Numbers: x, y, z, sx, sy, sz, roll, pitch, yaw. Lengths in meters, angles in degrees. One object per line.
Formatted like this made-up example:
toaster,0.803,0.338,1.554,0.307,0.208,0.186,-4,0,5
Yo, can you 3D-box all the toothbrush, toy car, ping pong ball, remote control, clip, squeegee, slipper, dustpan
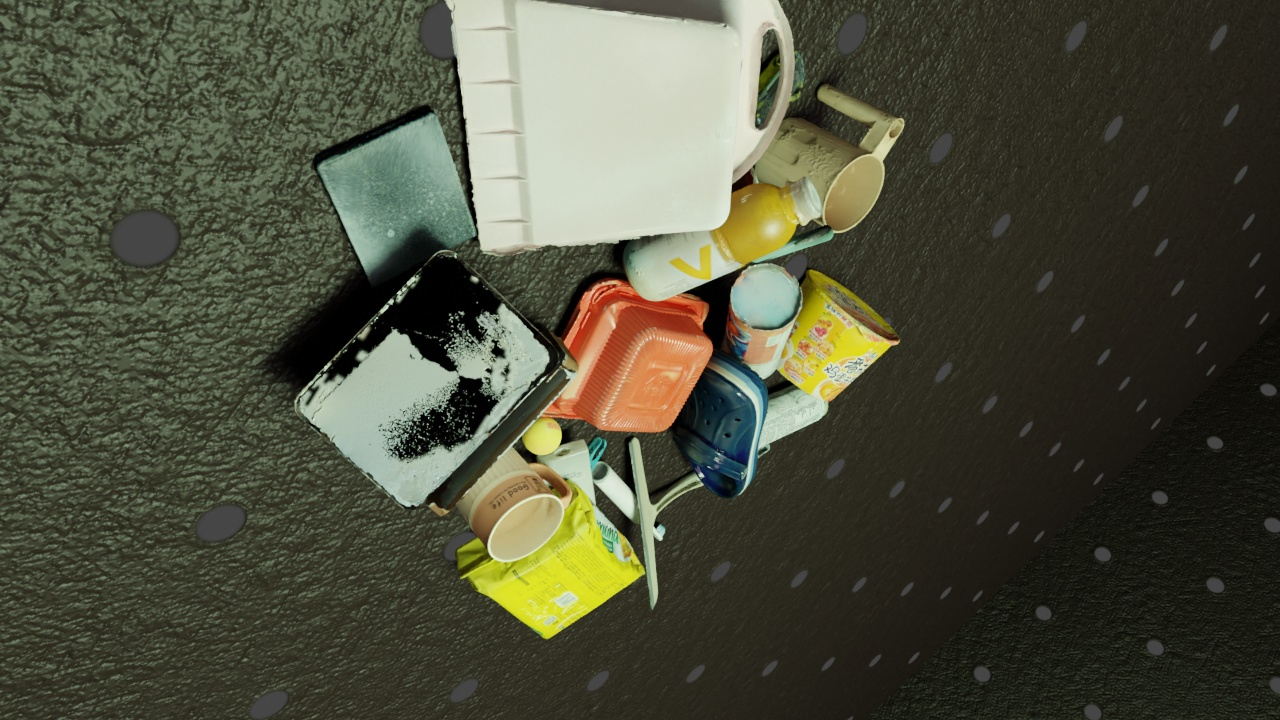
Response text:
toothbrush,-0.010,0.181,1.141,0.026,0.027,0.221,-55,145,-15
toy car,0.118,-0.250,0.871,0.105,0.032,0.048,-51,145,-15
ping pong ball,-0.101,0.077,0.943,0.040,0.040,0.040,-26,139,-26
remote control,-0.081,0.137,1.019,0.056,0.019,0.135,-19,143,-12
clip,-0.057,0.111,1.041,0.049,0.015,0.057,17,112,-48
squeegee,0.077,0.158,1.199,0.245,0.039,0.247,-27,121,-35
slipper,0.080,0.085,1.056,0.095,0.105,0.253,-46,152,-27
dustpan,-0.006,-0.208,0.751,0.273,0.138,0.223,4,129,0

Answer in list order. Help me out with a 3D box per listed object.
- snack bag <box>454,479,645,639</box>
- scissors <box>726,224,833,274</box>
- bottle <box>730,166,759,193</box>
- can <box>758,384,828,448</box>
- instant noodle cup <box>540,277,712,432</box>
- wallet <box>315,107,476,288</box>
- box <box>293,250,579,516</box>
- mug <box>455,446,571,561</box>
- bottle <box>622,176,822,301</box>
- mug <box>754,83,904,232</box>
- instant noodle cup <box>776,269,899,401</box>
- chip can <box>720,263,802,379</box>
snack bag,-0.095,0.241,1.055,0.158,0.068,0.246,-31,144,0
scissors,0.130,-0.109,0.930,0.169,0.179,0.019,-21,95,-41
bottle,0.068,-0.187,0.857,0.059,0.060,0.206,-43,140,-6
can,0.176,0.073,1.201,0.146,0.058,0.058,-21,136,-31
instant noodle cup,-0.006,0.006,0.943,0.188,0.079,0.165,7,118,-46
wallet,-0.183,-0.122,0.701,0.097,0.019,0.121,-31,139,-19
box,-0.163,0.015,0.793,0.183,0.193,0.157,-46,100,-2
mug,-0.127,0.130,0.911,0.114,0.106,0.082,-9,129,-40
bottle,0.074,-0.115,0.849,0.190,0.068,0.068,-21,153,27
mug,0.188,-0.206,0.919,0.084,0.103,0.125,12,114,-49
instant noodle cup,0.221,-0.026,1.103,0.137,0.138,0.110,13,121,-50
chip can,0.125,-0.035,0.970,0.071,0.071,0.215,-42,168,-7
